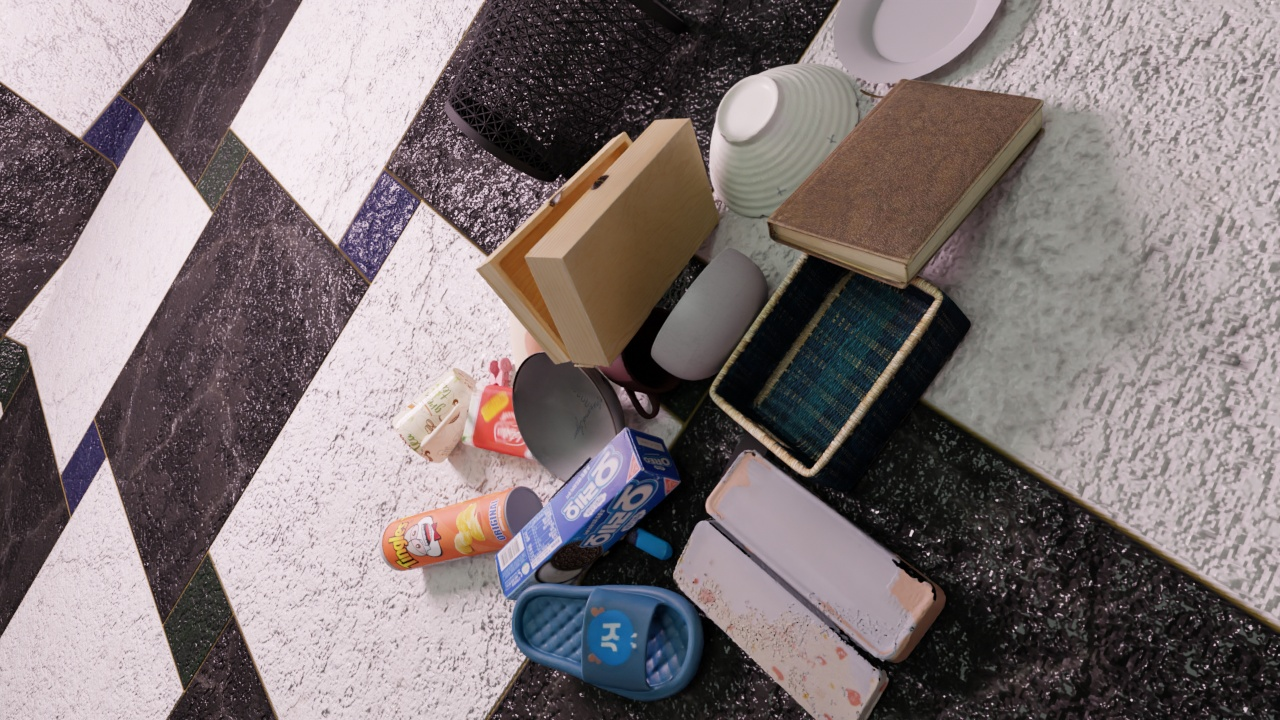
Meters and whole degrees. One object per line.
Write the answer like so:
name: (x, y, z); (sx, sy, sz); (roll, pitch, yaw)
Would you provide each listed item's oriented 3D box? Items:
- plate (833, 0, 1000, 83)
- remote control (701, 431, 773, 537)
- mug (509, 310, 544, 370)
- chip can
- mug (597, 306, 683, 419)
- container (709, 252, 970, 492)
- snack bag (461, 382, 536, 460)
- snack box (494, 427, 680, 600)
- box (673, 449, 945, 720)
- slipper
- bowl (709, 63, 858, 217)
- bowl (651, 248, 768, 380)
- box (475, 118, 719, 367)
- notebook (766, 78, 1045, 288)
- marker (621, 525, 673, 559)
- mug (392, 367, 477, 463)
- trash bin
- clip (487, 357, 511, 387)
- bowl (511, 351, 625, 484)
plate: (0.272, -0.344, 0.893); (0.173, 0.019, 0.172); (-17, 62, 35)
remote control: (0.087, 0.125, 0.862); (0.039, 0.010, 0.125); (30, 93, 43)
mug: (-0.092, -0.024, 1.036); (0.111, 0.085, 0.104); (-4, 77, 8)
chip can: (-0.206, 0.194, 1.045); (0.211, 0.062, 0.062); (-19, 61, 34)
mug: (-0.006, 0.006, 0.954); (0.089, 0.087, 0.114); (-7, 95, 55)
container: (0.170, 0.000, 0.801); (0.187, 0.071, 0.145); (-56, 47, 7)
snack bag: (-0.149, 0.070, 1.055); (0.116, 0.036, 0.077); (8, 83, 34)
snack box: (-0.058, 0.161, 0.921); (0.227, 0.059, 0.059); (-46, 44, 24)
box: (0.131, 0.193, 0.778); (0.216, 0.058, 0.154); (38, 98, 38)
slipper: (-0.039, 0.263, 0.865); (0.214, 0.059, 0.103); (-1, 83, 30)
bowl: (0.126, -0.241, 0.939); (0.178, 0.070, 0.177); (-17, 62, 35)
bowl: (0.075, -0.035, 0.868); (0.064, 0.131, 0.132); (37, 99, 10)
box: (-0.033, -0.119, 0.911); (0.123, 0.141, 0.248); (9, 46, 32)
notebook: (0.215, -0.169, 0.804); (0.215, 0.034, 0.190); (-46, 46, -17)
marker: (-0.012, 0.172, 0.924); (0.123, 0.015, 0.018); (18, 90, 45)
mug: (-0.238, 0.067, 1.102); (0.097, 0.081, 0.122); (-46, 11, 6)
trash bin: (-0.103, -0.362, 1.100); (0.244, 0.216, 0.217); (-53, 47, 19)
clip: (-0.177, 0.026, 1.118); (0.038, 0.022, 0.058); (-15, 65, 30)
bowl: (-0.065, 0.054, 0.968); (0.151, 0.056, 0.151); (18, 120, 34)
